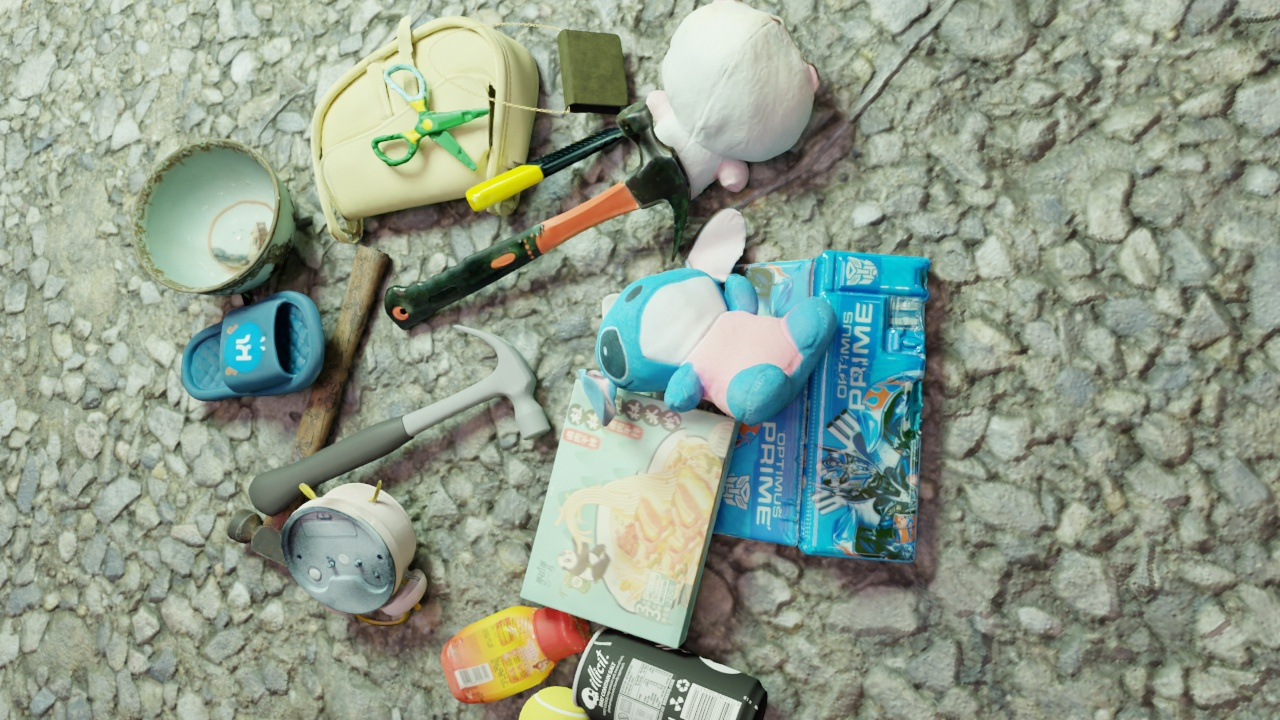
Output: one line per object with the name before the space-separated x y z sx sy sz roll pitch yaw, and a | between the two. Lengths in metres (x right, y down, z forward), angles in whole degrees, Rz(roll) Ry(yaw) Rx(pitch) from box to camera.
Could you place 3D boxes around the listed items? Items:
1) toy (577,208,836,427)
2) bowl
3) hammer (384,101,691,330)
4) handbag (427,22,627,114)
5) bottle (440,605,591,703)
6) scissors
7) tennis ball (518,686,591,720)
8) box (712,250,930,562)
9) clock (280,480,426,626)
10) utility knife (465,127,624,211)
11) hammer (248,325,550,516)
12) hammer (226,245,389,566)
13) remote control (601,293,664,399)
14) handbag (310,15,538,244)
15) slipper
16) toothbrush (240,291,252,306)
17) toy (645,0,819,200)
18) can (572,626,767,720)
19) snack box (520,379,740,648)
toy | 0.058 -0.023 0.733 0.192 0.099 0.223 17 54 35
bowl | -0.418 -0.134 0.939 0.160 0.094 0.159 -2 78 9
hammer | -0.105 -0.104 0.840 0.334 0.033 0.133 -22 119 24
handbag | -0.100 -0.263 0.824 0.177 0.027 0.084 -3 82 -24
bottle | -0.110 0.257 0.820 0.134 0.048 0.071 -26 78 15
scissors | -0.194 -0.223 0.837 0.127 0.011 0.123 -9 99 19
tennis ball | -0.073 0.316 0.793 0.065 0.065 0.065 -2 84 19
box | 0.142 0.034 0.749 0.176 0.059 0.243 3 85 20
clock | -0.263 0.188 0.860 0.117 0.058 0.158 -6 112 20
utility knife | -0.078 -0.182 0.842 0.174 0.020 0.028 -27 33 -6
hammer | -0.243 0.069 0.878 0.311 0.029 0.125 -24 81 10
hammer | -0.313 0.046 0.927 0.120 0.033 0.330 19 91 16
remote control | -0.005 0.005 0.822 0.050 0.022 0.133 -7 82 17
handbag | -0.214 -0.221 0.887 0.233 0.088 0.191 -8 85 18
slipper | -0.398 -0.013 0.924 0.214 0.059 0.103 -11 77 29
toothbrush | -0.427 -0.080 0.986 0.017 0.014 0.188 -23 77 3
toy | 0.065 -0.213 0.785 0.139 0.101 0.180 41 123 4
can | 0.024 0.278 0.754 0.146 0.080 0.080 16 90 20
snack box | -0.008 0.126 0.776 0.141 0.044 0.193 14 89 15
